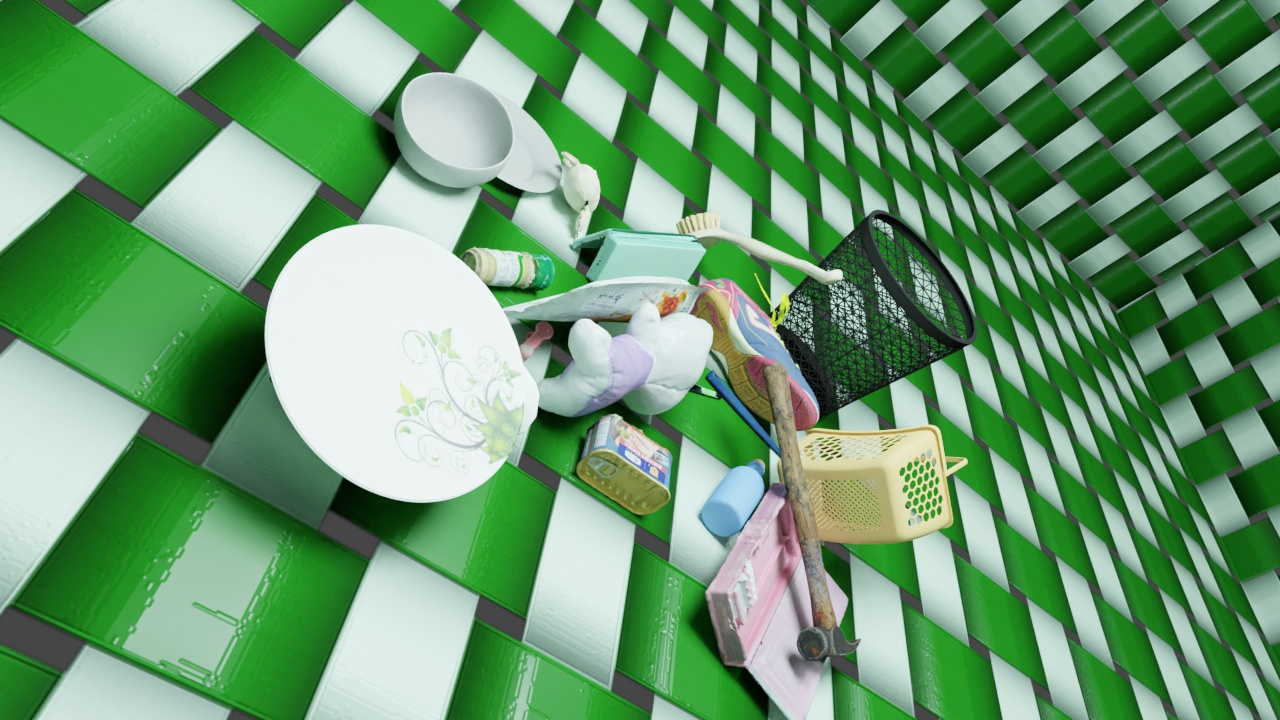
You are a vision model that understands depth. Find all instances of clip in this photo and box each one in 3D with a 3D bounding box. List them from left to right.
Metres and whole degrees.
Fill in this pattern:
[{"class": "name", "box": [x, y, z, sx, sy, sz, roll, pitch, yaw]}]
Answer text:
[{"class": "clip", "box": [-0.112, -0.020, 0.968, 0.022, 0.035, 0.057, 47, 37, -11]}]

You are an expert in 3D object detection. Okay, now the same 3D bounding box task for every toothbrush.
[{"class": "toothbrush", "box": [0.039, 0.022, 1.119, 0.187, 0.017, 0.014, 19, 43, -40]}, {"class": "toothbrush", "box": [0.154, 0.084, 1.192, 0.190, 0.017, 0.016, 47, 33, -4]}]

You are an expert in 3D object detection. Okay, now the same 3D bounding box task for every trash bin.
[{"class": "trash bin", "box": [0.296, -0.048, 1.279, 0.217, 0.244, 0.216, 30, 38, -28]}]

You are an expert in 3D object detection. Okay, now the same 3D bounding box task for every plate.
[{"class": "plate", "box": [-0.191, 0.003, 0.729, 0.229, 0.030, 0.229, 24, 55, -38]}, {"class": "plate", "box": [-0.174, -0.274, 1.155, 0.172, 0.019, 0.172, 30, 38, -28]}]

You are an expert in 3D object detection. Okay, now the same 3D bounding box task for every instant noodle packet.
[{"class": "instant noodle packet", "box": [-0.038, -0.061, 0.988, 0.268, 0.147, 0.057, -9, 87, -59]}]

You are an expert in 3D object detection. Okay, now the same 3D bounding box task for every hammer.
[{"class": "hammer", "box": [0.183, 0.162, 1.028, 0.120, 0.033, 0.329, 23, 54, -56]}]

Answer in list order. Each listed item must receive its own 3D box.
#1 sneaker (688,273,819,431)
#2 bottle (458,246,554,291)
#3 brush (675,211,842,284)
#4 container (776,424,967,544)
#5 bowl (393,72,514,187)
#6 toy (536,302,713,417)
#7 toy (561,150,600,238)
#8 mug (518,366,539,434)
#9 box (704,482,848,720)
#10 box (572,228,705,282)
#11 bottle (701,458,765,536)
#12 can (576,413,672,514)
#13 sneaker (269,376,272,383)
[{"class": "sneaker", "box": [0.165, -0.016, 1.211, 0.090, 0.117, 0.241, -19, 67, -45]}, {"class": "bottle", "box": [-0.146, -0.099, 1.000, 0.109, 0.043, 0.042, 0, 58, -48]}, {"class": "brush", "box": [0.155, -0.149, 1.246, 0.272, 0.077, 0.061, 22, 26, 38]}, {"class": "container", "box": [0.281, 0.146, 1.111, 0.166, 0.184, 0.129, -17, 97, -45]}, {"class": "bowl", "box": [-0.214, -0.251, 1.034, 0.131, 0.065, 0.131, 14, 60, -25]}, {"class": "toy", "box": [-0.006, 0.006, 0.973, 0.208, 0.138, 0.085, -7, 48, -51]}, {"class": "toy", "box": [-0.076, -0.214, 1.167, 0.050, 0.087, 0.112, -19, 82, -10]}, {"class": "mug", "box": [-0.149, 0.043, 0.820, 0.123, 0.090, 0.076, -24, 87, -37]}, {"class": "box", "box": [0.148, 0.257, 0.994, 0.180, 0.055, 0.232, 64, 32, -8]}, {"class": "box", "box": [-0.004, -0.148, 1.192, 0.188, 0.078, 0.079, -6, 46, -50]}, {"class": "bottle", "box": [0.115, 0.150, 1.055, 0.048, 0.048, 0.130, 50, 33, 0]}, {"class": "can", "box": [-0.014, 0.106, 0.942, 0.100, 0.054, 0.058, 36, 35, -21]}, {"class": "sneaker", "box": [-0.234, -0.035, 0.799, 0.079, 0.088, 0.234, 37, 39, -13]}]
